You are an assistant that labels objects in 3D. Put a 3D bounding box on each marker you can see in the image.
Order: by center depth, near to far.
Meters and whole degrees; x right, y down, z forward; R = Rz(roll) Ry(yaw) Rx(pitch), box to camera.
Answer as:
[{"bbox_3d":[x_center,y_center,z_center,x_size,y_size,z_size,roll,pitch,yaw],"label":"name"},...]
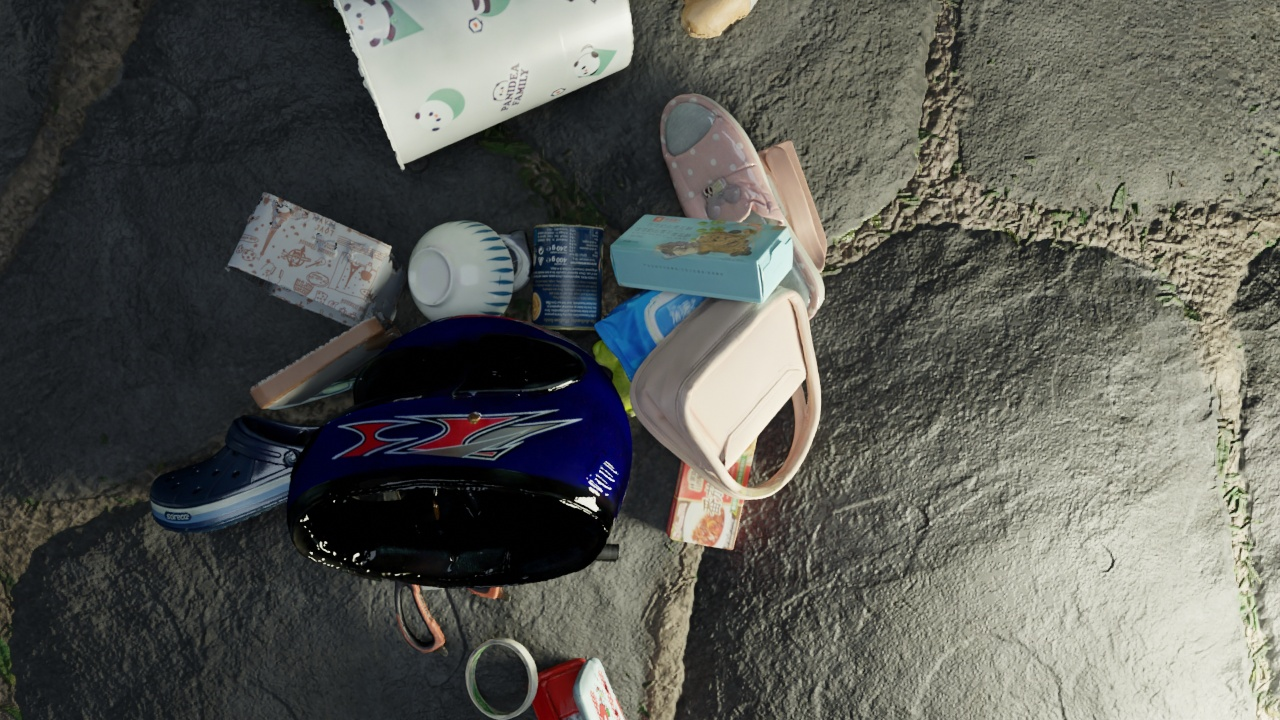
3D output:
[{"bbox_3d":[-0.089,0.213,1.023,0.132,0.020,0.022,2,122,-6],"label":"marker"}]

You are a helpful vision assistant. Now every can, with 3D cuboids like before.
[{"bbox_3d":[-0.077,-0.088,0.976,0.075,0.075,0.111,1,93,-5],"label":"can"}]

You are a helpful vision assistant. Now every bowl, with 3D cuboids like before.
[{"bbox_3d":[-0.195,-0.086,0.945,0.117,0.066,0.116,4,98,28],"label":"bowl"}]

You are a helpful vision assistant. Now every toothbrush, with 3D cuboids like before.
[{"bbox_3d":[-0.312,0.026,0.992,0.191,0.018,0.016,-14,95,-4],"label":"toothbrush"}]

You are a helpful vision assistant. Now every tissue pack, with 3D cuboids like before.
[{"bbox_3d":[0.033,-0.040,0.982,0.156,0.052,0.095,-33,96,-24],"label":"tissue pack"}]

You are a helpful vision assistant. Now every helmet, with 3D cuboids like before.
[{"bbox_3d":[-0.167,0.074,0.889,0.315,0.240,0.248,7,138,-20],"label":"helmet"}]

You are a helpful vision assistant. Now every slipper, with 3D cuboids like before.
[{"bbox_3d":[-0.386,0.101,0.946,0.252,0.105,0.095,-17,102,-6],"label":"slipper"},{"bbox_3d":[0.100,-0.152,0.969,0.054,0.114,0.274,-38,100,-41],"label":"slipper"}]

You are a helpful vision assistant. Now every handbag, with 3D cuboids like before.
[{"bbox_3d":[0.113,0.050,0.964,0.193,0.093,0.234,-46,124,-21],"label":"handbag"}]

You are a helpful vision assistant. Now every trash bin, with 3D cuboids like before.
[{"bbox_3d":[-0.156,-0.334,0.888,0.251,0.230,0.229,-21,95,-9],"label":"trash bin"}]

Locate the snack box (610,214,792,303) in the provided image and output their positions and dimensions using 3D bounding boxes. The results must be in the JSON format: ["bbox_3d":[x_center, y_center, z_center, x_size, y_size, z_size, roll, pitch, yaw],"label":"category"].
[{"bbox_3d":[0.061,-0.106,0.937,0.175,0.074,0.052,10,130,30],"label":"snack box"}]

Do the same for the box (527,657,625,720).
[{"bbox_3d":[-0.050,0.434,0.999,0.095,0.101,0.201,-21,94,-4],"label":"box"}]

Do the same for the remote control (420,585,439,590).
[{"bbox_3d":[-0.221,0.188,1.007,0.049,0.024,0.125,-3,95,-2],"label":"remote control"}]

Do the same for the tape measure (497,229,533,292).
[{"bbox_3d":[-0.149,-0.104,0.990,0.066,0.033,0.066,-11,92,-2],"label":"tape measure"}]

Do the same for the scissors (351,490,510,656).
[{"bbox_3d":[-0.240,0.219,0.991,0.225,0.015,0.189,20,98,-4],"label":"scissors"}]

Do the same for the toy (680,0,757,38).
[{"bbox_3d":[0.032,-0.444,0.961,0.226,0.082,0.143,36,78,-4],"label":"toy"}]

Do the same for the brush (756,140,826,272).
[{"bbox_3d":[0.160,-0.160,0.993,0.063,0.073,0.145,-23,98,-6],"label":"brush"}]

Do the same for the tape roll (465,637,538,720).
[{"bbox_3d":[-0.153,0.349,1.009,0.086,0.014,0.085,-2,85,23],"label":"tape roll"}]

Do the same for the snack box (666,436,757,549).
[{"bbox_3d":[0.081,0.131,1.028,0.075,0.025,0.153,12,93,-6],"label":"snack box"}]

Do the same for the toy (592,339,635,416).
[{"bbox_3d":[-0.006,0.006,1.011,0.100,0.031,0.096,36,88,-6],"label":"toy"}]

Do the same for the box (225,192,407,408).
[{"bbox_3d":[-0.319,-0.033,0.901,0.154,0.183,0.184,24,82,-5],"label":"box"}]
